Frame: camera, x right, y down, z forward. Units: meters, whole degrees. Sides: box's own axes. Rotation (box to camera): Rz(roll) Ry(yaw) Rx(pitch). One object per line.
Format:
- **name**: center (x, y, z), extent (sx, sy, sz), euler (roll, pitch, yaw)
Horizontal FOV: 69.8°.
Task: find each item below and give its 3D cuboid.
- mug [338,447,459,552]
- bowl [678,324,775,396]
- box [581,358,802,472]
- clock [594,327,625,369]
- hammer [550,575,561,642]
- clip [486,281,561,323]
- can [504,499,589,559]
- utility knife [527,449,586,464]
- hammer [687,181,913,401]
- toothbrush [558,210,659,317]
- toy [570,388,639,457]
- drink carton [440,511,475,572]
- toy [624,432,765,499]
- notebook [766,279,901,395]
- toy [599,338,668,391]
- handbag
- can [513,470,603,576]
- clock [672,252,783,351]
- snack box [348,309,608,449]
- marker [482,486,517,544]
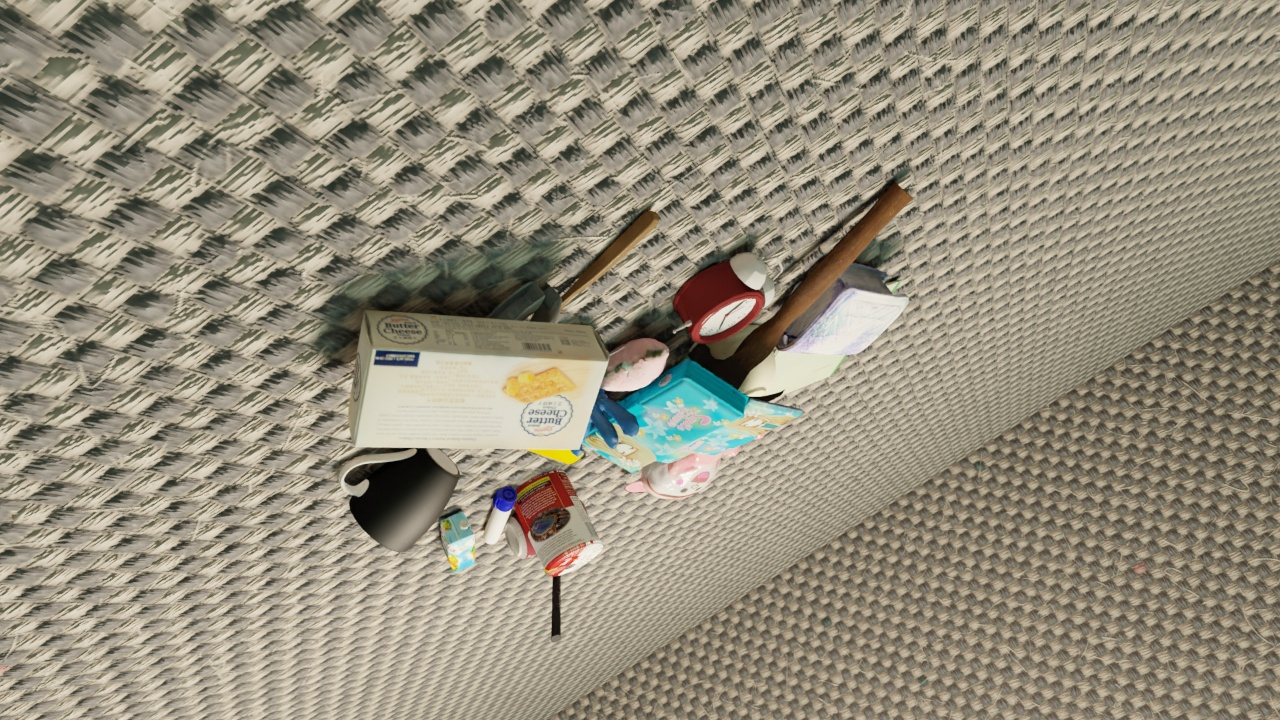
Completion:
- **mug**: center (-0.257, 0.132, 0.975), extent (0.100, 0.085, 0.119), euler (-45, 125, 3)
- **bowl**: center (0.117, 0.029, 1.191), extent (0.150, 0.075, 0.151), euler (-26, 156, -13)
- **box**: center (0.057, 0.086, 1.111), extent (0.185, 0.056, 0.228), euler (24, 145, -26)
- **clock**: center (-0.081, 0.009, 0.963), extent (0.123, 0.043, 0.091), euler (-35, 156, 10)
- **hammer**: center (-0.110, 0.300, 1.278), extent (0.095, 0.015, 0.324), euler (-21, -166, 0)
- **clip**: center (-0.141, -0.005, 0.848), extent (0.107, 0.028, 0.163), euler (-1, 131, -57)
- **can**: center (-0.135, 0.241, 1.331), extent (0.114, 0.063, 0.063), euler (-16, 152, -30)
- **utility knife**: center (-0.114, 0.110, 1.158), extent (0.030, 0.017, 0.163), euler (-40, 156, 9)
- **hammer**: center (0.192, -0.074, 1.071), extent (0.324, 0.115, 0.033), euler (-49, 174, 18)
- **toothbrush**: center (-0.043, -0.082, 0.862), extent (0.167, 0.016, 0.016), euler (-41, 154, 24)
- **toy**: center (-0.071, 0.069, 1.039), extent (0.112, 0.071, 0.177), euler (-24, -173, -29)
- **drink carton**: center (-0.245, 0.246, 1.239), extent (0.038, 0.044, 0.129), euler (-21, 156, -20)
- **toy**: center (0.079, 0.140, 1.357), extent (0.141, 0.084, 0.214), euler (-5, 144, -40)
- **notebook**: center (0.259, -0.019, 1.340), extent (0.181, 0.010, 0.253), euler (-19, 154, -25)
- **toy**: center (-0.006, 0.006, 1.036), extent (0.099, 0.052, 0.095), euler (-23, 172, 14)
- **handbag**: center (0.250, -0.062, 1.167), extent (0.158, 0.069, 0.127), euler (1, 136, -46)
- **can**: center (-0.114, 0.222, 1.251), extent (0.086, 0.116, 0.087), euler (-25, 156, -12)
- **clock**: center (0.096, -0.069, 1.008), extent (0.138, 0.048, 0.096), euler (-32, 156, 7)
- **snack box**: center (-0.141, 0.020, 0.801), extent (0.207, 0.057, 0.104), euler (3, 124, -26)
- **marker**: center (-0.196, 0.214, 1.259), extent (0.027, 0.023, 0.133), euler (4, 144, -19)
